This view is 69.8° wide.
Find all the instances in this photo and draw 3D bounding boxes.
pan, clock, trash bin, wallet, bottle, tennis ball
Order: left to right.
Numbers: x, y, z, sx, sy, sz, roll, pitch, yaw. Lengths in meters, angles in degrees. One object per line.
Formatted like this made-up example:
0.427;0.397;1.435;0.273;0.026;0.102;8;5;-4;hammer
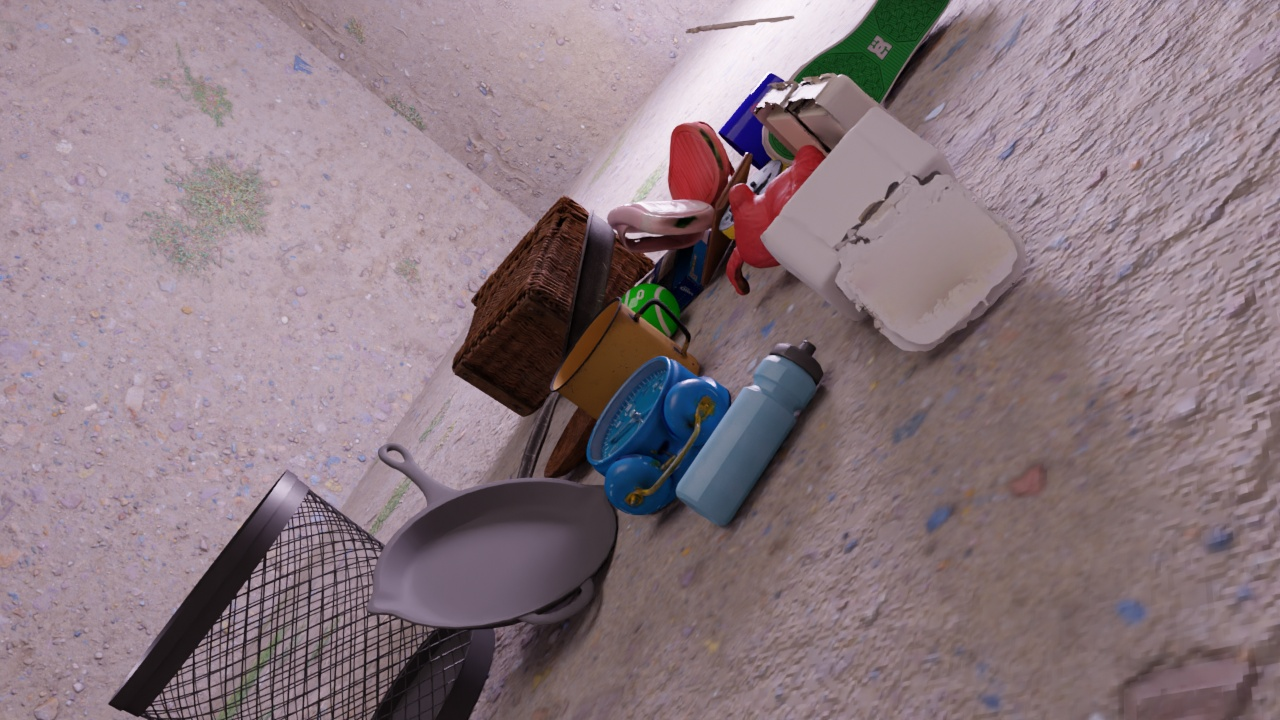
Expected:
-0.271;0.247;0.778;0.218;0.227;0.217;-48;15;17;trash bin
-0.150;0.139;0.782;0.216;0.024;0.355;-24;29;-29;pan
-0.082;0.007;0.996;0.187;0.055;0.356;116;165;-76;pan
0.008;-0.047;0.949;0.065;0.065;0.065;-48;15;17;tennis ball
0.015;0.056;0.686;0.117;0.060;0.161;-52;15;1;clock
0.088;-0.142;0.935;0.121;0.013;0.087;96;-160;-57;wallet
0.073;0.042;0.581;0.130;0.040;0.040;-55;14;-10;bottle
0.117;-0.142;0.856;0.083;0.057;0.118;-49;15;14;clock

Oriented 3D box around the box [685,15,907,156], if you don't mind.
0.136;-0.228;0.736;0.070;0.186;0.143;-51;21;0;box

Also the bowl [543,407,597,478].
-0.057;0.076;0.929;0.102;0.026;0.114;-40;20;56;bowl

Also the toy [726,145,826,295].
0.109;-0.098;0.738;0.133;0.088;0.093;-44;27;34;toy

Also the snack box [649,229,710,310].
0.043;-0.097;1.044;0.082;0.027;0.149;-42;18;30;snack box

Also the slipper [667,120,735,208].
0.078;-0.221;1.083;0.059;0.103;0.249;-25;-2;-6;slipper

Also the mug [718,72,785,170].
0.143;-0.264;1.033;0.083;0.079;0.111;-50;8;10;mug

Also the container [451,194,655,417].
-0.129;-0.055;1.228;0.251;0.162;0.182;-41;23;38;container

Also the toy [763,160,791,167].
0.143;-0.198;0.964;0.049;0.030;0.112;-25;-7;-47;toy

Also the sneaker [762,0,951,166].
0.204;-0.276;0.883;0.235;0.084;0.079;-49;0;-1;sneaker

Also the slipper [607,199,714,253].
0.027;-0.148;1.007;0.221;0.106;0.056;-144;47;-76;slipper

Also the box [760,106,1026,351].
0.159;-0.063;0.534;0.109;0.136;0.121;-51;-28;8;box

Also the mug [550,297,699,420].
-0.005;0.004;0.803;0.124;0.094;0.100;-48;14;24;mug
